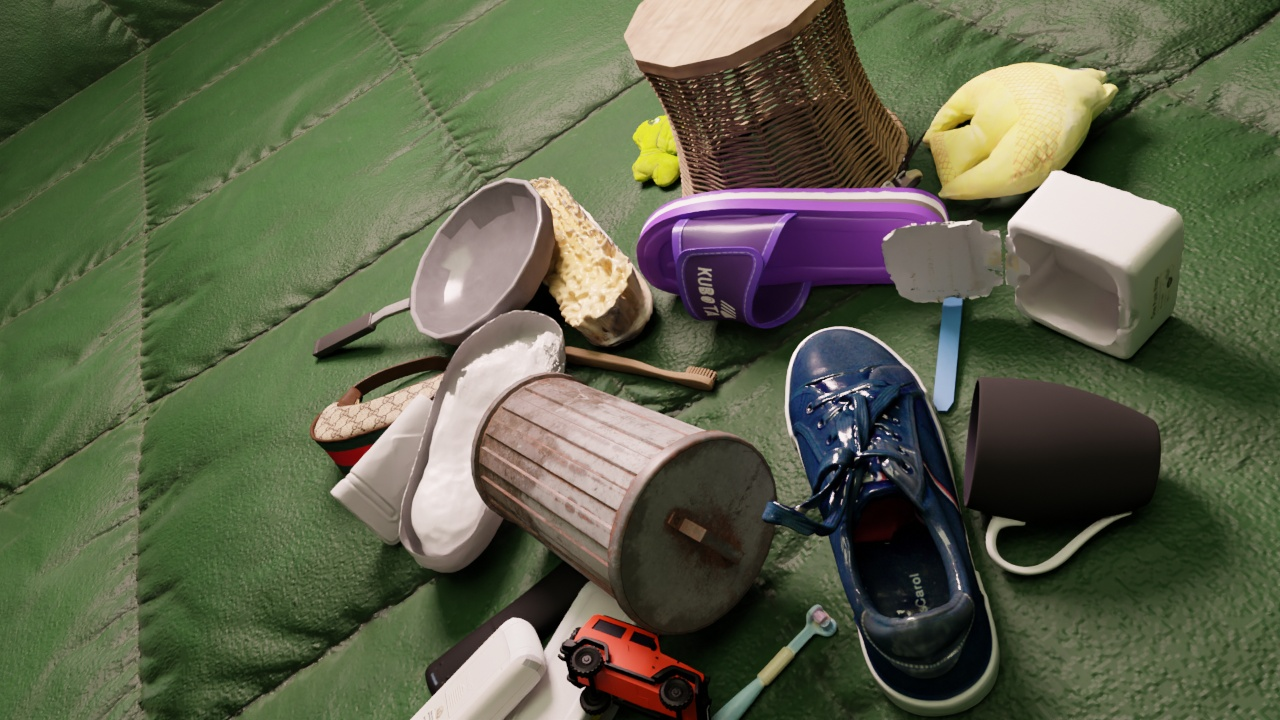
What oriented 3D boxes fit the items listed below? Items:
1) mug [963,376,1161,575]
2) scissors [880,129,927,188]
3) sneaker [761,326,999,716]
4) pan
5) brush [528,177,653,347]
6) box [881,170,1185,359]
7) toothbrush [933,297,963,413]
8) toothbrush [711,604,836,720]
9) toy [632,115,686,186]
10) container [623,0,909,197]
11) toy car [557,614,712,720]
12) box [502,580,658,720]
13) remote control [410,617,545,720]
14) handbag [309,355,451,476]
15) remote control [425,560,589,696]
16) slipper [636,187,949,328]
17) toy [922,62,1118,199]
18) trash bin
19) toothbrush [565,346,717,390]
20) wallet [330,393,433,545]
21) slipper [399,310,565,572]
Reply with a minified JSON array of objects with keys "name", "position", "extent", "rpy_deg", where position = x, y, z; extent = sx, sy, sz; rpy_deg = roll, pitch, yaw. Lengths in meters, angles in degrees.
[{"name":"mug","position":[0.252,0.072,0.557],"extent":[0.100,0.085,0.118],"rpy_deg":[6,84,16]},{"name":"scissors","position":[0.213,-0.152,0.739],"extent":[0.131,0.170,0.012],"rpy_deg":[-31,75,-33]},{"name":"sneaker","position":[0.141,0.065,0.588],"extent":[0.121,0.127,0.294],"rpy_deg":[-19,42,12]},{"name":"pan","position":[-0.220,-0.065,0.943],"extent":[0.358,0.041,0.178],"rpy_deg":[-21,52,32]},{"name":"brush","position":[-0.068,-0.103,0.911],"extent":[0.083,0.056,0.271],"rpy_deg":[-40,42,4]},{"name":"box","position":[0.274,-0.073,0.644],"extent":[0.191,0.110,0.083],"rpy_deg":[16,61,36]},{"name":"toothbrush","position":[0.238,-0.029,0.702],"extent":[0.016,0.014,0.166],"rpy_deg":[-1,55,27]},{"name":"toothbrush","position":[0.064,0.213,0.572],"extent":[0.155,0.022,0.016],"rpy_deg":[-42,2,-11]},{"name":"toy","position":[0.024,-0.230,0.995],"extent":[0.094,0.036,0.093],"rpy_deg":[23,68,35]},{"name":"container","position":[0.110,-0.243,0.835],"extent":[0.227,0.196,0.226],"rpy_deg":[-16,45,17]},{"name":"toy car","position":[-0.001,0.194,0.567],"extent":[0.100,0.051,0.048],"rpy_deg":[12,42,23]},{"name":"box","position":[-0.058,0.240,0.607],"extent":[0.064,0.033,0.209],"rpy_deg":[11,56,40]},{"name":"remote control","position":[-0.120,0.238,0.625],"extent":[0.138,0.025,0.060],"rpy_deg":[-46,22,-2]},{"name":"handbag","position":[-0.226,0.041,0.875],"extent":[0.167,0.063,0.138],"rpy_deg":[-17,35,17]},{"name":"remote control","position":[-0.094,0.196,0.677],"extent":[0.152,0.020,0.041],"rpy_deg":[-38,44,-6]},{"name":"slipper","position":[0.111,-0.075,0.753],"extent":[0.267,0.107,0.083],"rpy_deg":[-1,52,24]},{"name":"toy","position":[0.319,-0.202,0.780],"extent":[0.155,0.064,0.170],"rpy_deg":[-26,35,25]},{"name":"trash bin","position":[-0.014,0.090,0.631],"extent":[0.130,0.131,0.211],"rpy_deg":[-48,36,-17]},{"name":"toothbrush","position":[-0.005,0.005,0.807],"extent":[0.167,0.016,0.016],"rpy_deg":[10,57,36]},{"name":"wallet","position":[-0.199,0.096,0.785],"extent":[0.032,0.086,0.116],"rpy_deg":[21,67,47]},{"name":"slipper","position":[-0.126,0.063,0.776],"extent":[0.112,0.075,0.246],"rpy_deg":[22,61,-5]}]
